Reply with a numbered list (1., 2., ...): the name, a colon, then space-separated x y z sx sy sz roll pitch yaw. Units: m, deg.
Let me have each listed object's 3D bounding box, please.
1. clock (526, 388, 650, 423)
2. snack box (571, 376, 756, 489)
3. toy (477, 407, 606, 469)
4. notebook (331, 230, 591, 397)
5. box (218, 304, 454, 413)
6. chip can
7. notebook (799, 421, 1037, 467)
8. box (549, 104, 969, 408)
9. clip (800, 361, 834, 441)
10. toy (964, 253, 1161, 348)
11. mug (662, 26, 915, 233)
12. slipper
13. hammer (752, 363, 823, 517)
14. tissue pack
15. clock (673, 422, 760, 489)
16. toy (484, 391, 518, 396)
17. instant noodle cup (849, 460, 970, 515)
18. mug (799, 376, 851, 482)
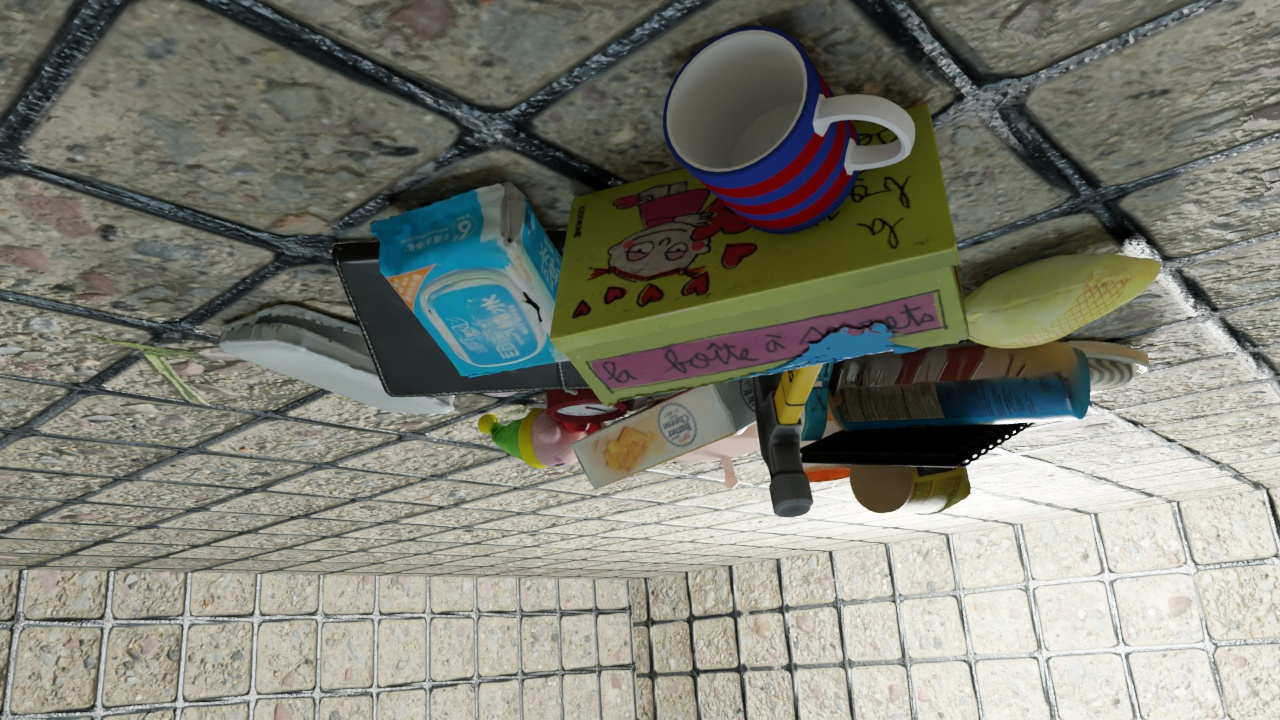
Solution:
1. clock: -0.046 0.035 0.929 0.124 0.044 0.087 14 155 -41
2. snack box: 0.037 0.065 0.937 0.208 0.057 0.104 -27 177 40
3. toy: -0.110 0.082 1.042 0.131 0.096 0.124 -28 163 12
4. notebook: -0.099 -0.029 0.673 0.209 0.029 0.170 -1 142 1
5. box: -0.253 0.007 0.792 0.118 0.063 0.213 -11 162 27
6. chip can: 0.290 0.023 0.860 0.230 0.079 0.079 -7 165 41
7. notebook: 0.289 0.071 0.924 0.169 0.019 0.230 -4 -173 42
8. box: 0.067 -0.057 0.525 0.221 0.124 0.079 -11 139 24
9. clip: 0.167 0.017 0.914 0.033 0.120 0.118 -1 -165 -8
10. toy: 0.322 -0.045 0.741 0.154 0.064 0.171 -13 171 -10
11. mug: 0.077 -0.108 0.442 0.112 0.075 0.076 9 171 32
12. slipper: 0.405 0.013 0.960 0.272 0.054 0.115 2 167 -14
13. hammer: 0.132 -0.018 0.706 0.034 0.169 0.325 -2 148 -6
14. tissue pack: -0.095 -0.045 0.586 0.093 0.061 0.144 -13 140 14
15. clock: 0.083 0.091 1.086 0.131 0.086 0.160 -10 155 19
16. toy: -0.129 0.005 0.816 0.063 0.047 0.110 -13 159 -1
17. instant noodle cup: 0.274 0.120 0.968 0.101 0.100 0.112 -19 168 39
18. mug: 0.194 0.076 1.012 0.082 0.105 0.082 -4 163 -1
